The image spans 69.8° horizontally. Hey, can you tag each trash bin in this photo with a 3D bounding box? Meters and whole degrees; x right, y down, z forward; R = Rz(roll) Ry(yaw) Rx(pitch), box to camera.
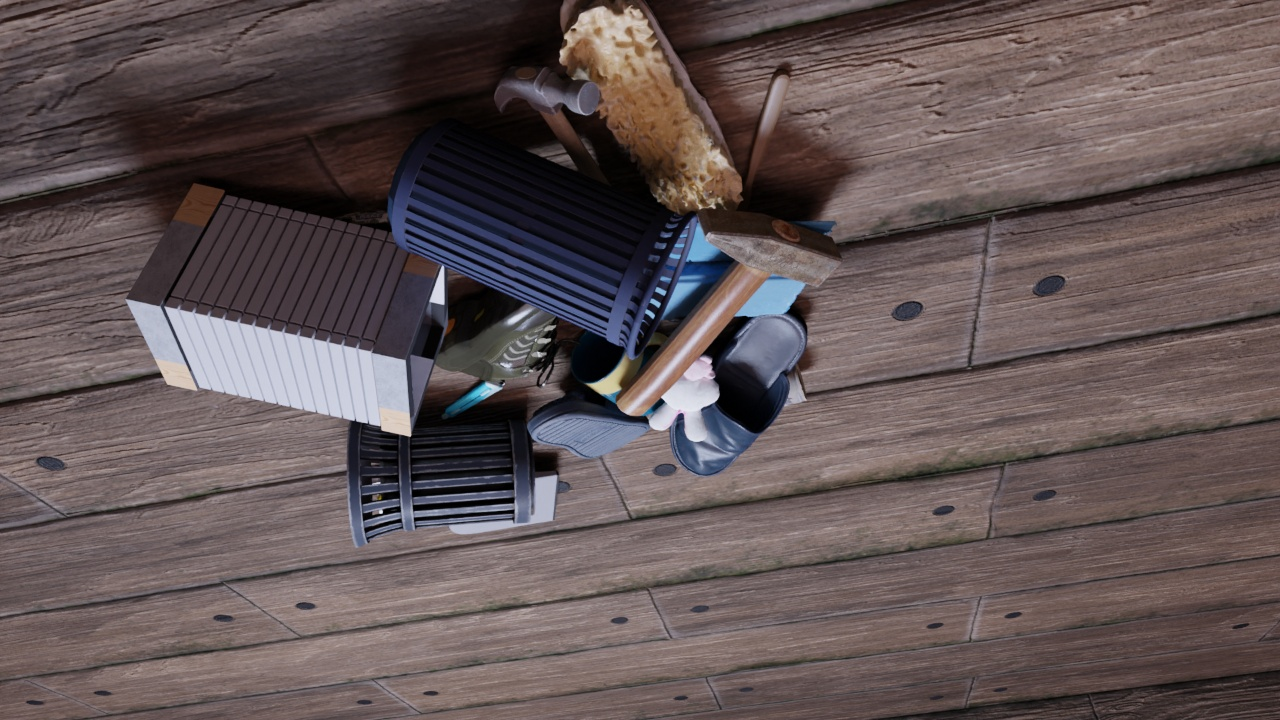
[{"bbox_3d":[-0.257,0.152,1.205,0.227,0.164,0.165,-3,144,-11],"label":"trash bin"},{"bbox_3d":[-0.329,-0.046,0.899,0.247,0.142,0.143,13,146,-3],"label":"trash bin"},{"bbox_3d":[-0.091,-0.114,0.821,0.249,0.139,0.140,24,142,7],"label":"trash bin"}]

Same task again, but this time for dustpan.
[{"bbox_3d":[-0.254,0.212,1.360,0.257,0.033,0.163,-8,149,-13],"label":"dustpan"}]

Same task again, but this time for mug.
[{"bbox_3d":[-0.007,0.006,1.100,0.114,0.083,0.107,-25,139,26],"label":"mug"}]

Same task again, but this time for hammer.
[{"bbox_3d":[0.058,-0.036,0.973,0.157,0.037,0.302,12,136,-31],"label":"hammer"},{"bbox_3d":[-0.034,-0.166,0.888,0.119,0.030,0.331,23,166,31],"label":"hammer"}]

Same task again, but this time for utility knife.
[{"bbox_3d":[-0.223,0.053,1.198,0.022,0.015,0.117,32,133,-31],"label":"utility knife"}]

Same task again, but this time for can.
[{"bbox_3d":[0.144,0.044,1.192,0.136,0.054,0.054,-15,142,15],"label":"can"}]

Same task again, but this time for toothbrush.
[{"bbox_3d":[0.115,-0.207,0.886,0.016,0.016,0.167,3,141,-10],"label":"toothbrush"}]

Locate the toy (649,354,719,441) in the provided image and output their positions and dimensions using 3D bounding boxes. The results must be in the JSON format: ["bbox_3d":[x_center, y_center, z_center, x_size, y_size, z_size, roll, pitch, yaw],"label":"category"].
[{"bbox_3d":[0.055,0.037,1.082,0.076,0.037,0.126,11,124,1],"label":"toy"}]

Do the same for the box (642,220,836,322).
[{"bbox_3d":[0.072,-0.096,0.969,0.231,0.033,0.175,-3,154,-13],"label":"box"}]

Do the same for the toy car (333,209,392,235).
[{"bbox_3d":[-0.257,-0.131,0.922,0.113,0.040,0.048,-1,145,17],"label":"toy car"}]

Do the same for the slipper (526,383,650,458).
[{"bbox_3d":[-0.067,0.064,1.167,0.101,0.082,0.263,-27,161,15],"label":"slipper"}]

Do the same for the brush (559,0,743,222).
[{"bbox_3d":[0.015,-0.220,0.822,0.083,0.056,0.271,-21,141,17],"label":"brush"}]

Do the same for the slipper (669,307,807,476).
[{"bbox_3d":[0.113,0.054,1.122,0.109,0.083,0.266,26,122,-7],"label":"slipper"}]

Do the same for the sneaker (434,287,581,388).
[{"bbox_3d":[-0.117,-0.027,1.022,0.239,0.100,0.143,-29,130,36],"label":"sneaker"}]

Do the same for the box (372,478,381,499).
[{"bbox_3d":[-0.300,0.187,1.357,0.210,0.034,0.129,-10,151,9],"label":"box"}]
